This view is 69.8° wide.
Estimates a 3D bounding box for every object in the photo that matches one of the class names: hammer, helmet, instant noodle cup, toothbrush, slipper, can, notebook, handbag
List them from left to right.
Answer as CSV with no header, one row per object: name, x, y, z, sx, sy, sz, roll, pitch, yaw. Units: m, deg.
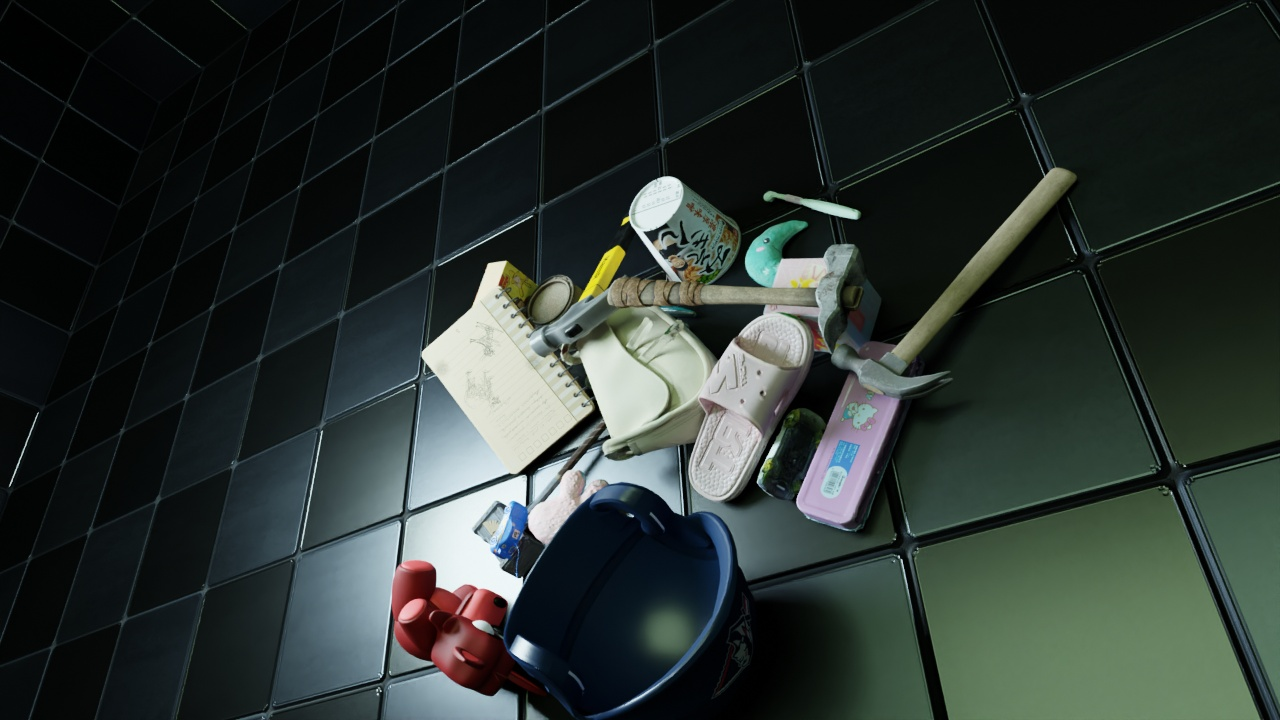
notebook,-0.185,0.025,1.290,0.167,0.024,0.225,-40,84,12
can,-0.113,-0.070,1.351,0.090,0.074,0.089,-20,52,28
hammer,-0.091,0.136,1.230,0.322,0.044,0.098,-50,44,-2
hammer,-0.041,-0.135,1.285,0.170,0.034,0.323,-29,24,34
handbag,-0.007,0.007,1.159,0.184,0.132,0.229,-33,47,8
helmet,0.016,0.263,0.920,0.231,0.223,0.273,-60,13,-29
instant noodle cup,0.054,-0.180,1.253,0.124,0.121,0.123,-20,52,28
hammer,0.097,-0.073,1.040,0.319,0.049,0.121,4,57,35
slipper,0.112,0.053,1.041,0.094,0.064,0.239,31,107,30
toothbrush,0.225,-0.205,1.207,0.022,0.015,0.155,-34,37,-28
hammer,0.358,-0.087,0.995,0.331,0.031,0.119,-46,48,-8

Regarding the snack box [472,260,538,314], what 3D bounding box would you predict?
snack box,-0.187,-0.077,1.378,0.040,0.125,0.088,-2,62,38

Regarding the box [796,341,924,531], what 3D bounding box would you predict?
box,0.241,0.080,0.999,0.076,0.033,0.214,13,72,41

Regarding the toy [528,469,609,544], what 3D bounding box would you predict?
toy,-0.081,0.192,1.162,0.108,0.053,0.105,17,70,17

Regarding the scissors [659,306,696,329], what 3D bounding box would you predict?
scissors,0.020,-0.066,1.283,0.138,0.019,0.136,-40,43,13

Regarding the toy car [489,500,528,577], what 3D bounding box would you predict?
toy car,-0.155,0.225,1.156,0.062,0.033,0.091,1,59,44

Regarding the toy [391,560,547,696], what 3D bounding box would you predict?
toy,-0.214,0.332,1.116,0.197,0.158,0.120,21,71,44

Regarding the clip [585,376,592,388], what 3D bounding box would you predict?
clip,-0.050,0.008,1.289,0.044,0.023,0.076,12,69,45

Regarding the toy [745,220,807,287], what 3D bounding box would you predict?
toy,0.178,-0.137,1.193,0.085,0.033,0.105,-10,56,22

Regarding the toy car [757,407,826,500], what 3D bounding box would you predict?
toy car,0.169,0.105,1.033,0.105,0.048,0.033,-62,13,-10

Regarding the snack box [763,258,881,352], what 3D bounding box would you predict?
snack box,0.213,-0.063,1.070,0.095,0.093,0.079,6,66,40
